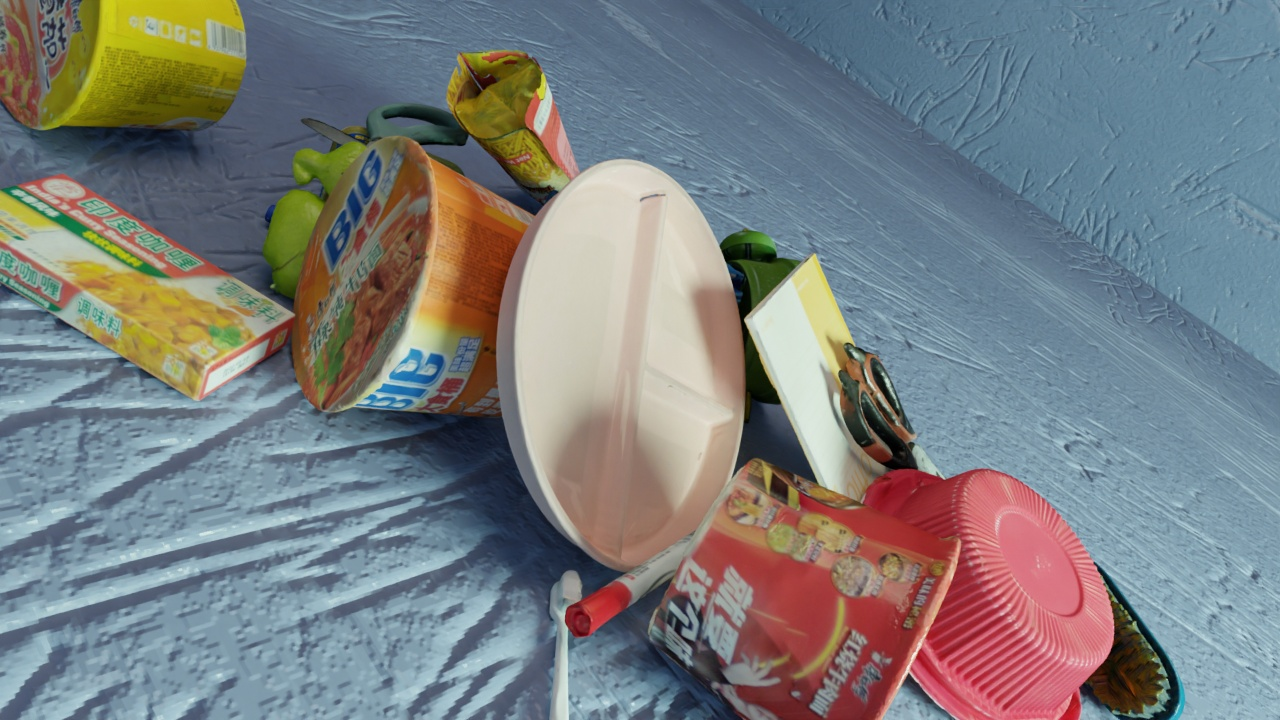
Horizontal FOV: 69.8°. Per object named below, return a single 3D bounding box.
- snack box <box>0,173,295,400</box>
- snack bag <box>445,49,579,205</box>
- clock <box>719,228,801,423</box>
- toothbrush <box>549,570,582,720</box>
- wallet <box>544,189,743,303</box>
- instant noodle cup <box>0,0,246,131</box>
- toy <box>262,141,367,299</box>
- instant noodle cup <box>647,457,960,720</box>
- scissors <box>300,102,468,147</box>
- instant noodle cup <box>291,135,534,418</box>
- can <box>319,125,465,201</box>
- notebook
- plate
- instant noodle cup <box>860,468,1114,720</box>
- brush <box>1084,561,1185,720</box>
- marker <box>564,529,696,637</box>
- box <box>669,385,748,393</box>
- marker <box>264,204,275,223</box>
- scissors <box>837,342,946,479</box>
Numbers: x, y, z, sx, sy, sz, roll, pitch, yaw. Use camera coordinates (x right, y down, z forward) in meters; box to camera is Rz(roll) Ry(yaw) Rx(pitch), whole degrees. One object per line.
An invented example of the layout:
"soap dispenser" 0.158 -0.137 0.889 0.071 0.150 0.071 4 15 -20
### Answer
"snack box" -0.273 -0.042 0.486 0.156 0.027 0.076 31 27 0
"snack bag" -0.081 -0.163 0.752 0.128 0.073 0.208 47 -3 22
"clock" 0.086 -0.036 0.734 0.056 0.116 0.161 7 37 -19
"toothbrush" -0.034 0.160 0.397 0.016 0.016 0.179 20 29 -15
"wallet" 0.003 -0.082 0.676 0.133 0.040 0.106 12 23 -34
"instant noodle cup" -0.339 -0.214 0.603 0.138 0.138 0.109 42 22 20
"toy" -0.193 -0.082 0.568 0.096 0.100 0.031 51 -8 -6
"instant noodle cup" 0.075 0.122 0.453 0.108 0.138 0.137 29 27 16
"scissors" -0.145 -0.136 0.655 0.174 0.019 0.169 31 33 -3
"instant noodle cup" -0.111 -0.035 0.516 0.111 0.152 0.151 16 30 -41
"can" -0.181 -0.116 0.667 0.102 0.057 0.083 19 32 -22
"notebook" 0.139 0.039 0.636 0.145 0.010 0.206 -41 108 -55
"plate" -0.003 0.003 0.521 0.028 0.229 0.228 -3 10 33
"instant noodle cup" 0.231 0.141 0.587 0.193 0.066 0.193 24 43 -24
"brush" 0.333 0.197 0.654 0.073 0.055 0.143 35 22 -31
"marker" 0.009 0.112 0.487 0.017 0.017 0.145 42 27 20
"box" -0.008 -0.020 0.672 0.184 0.064 0.089 43 31 18
"marker" -0.185 -0.068 0.625 0.146 0.017 0.016 27 28 -7
"scissors" 0.205 0.059 0.698 0.208 0.015 0.182 -6 78 -57
